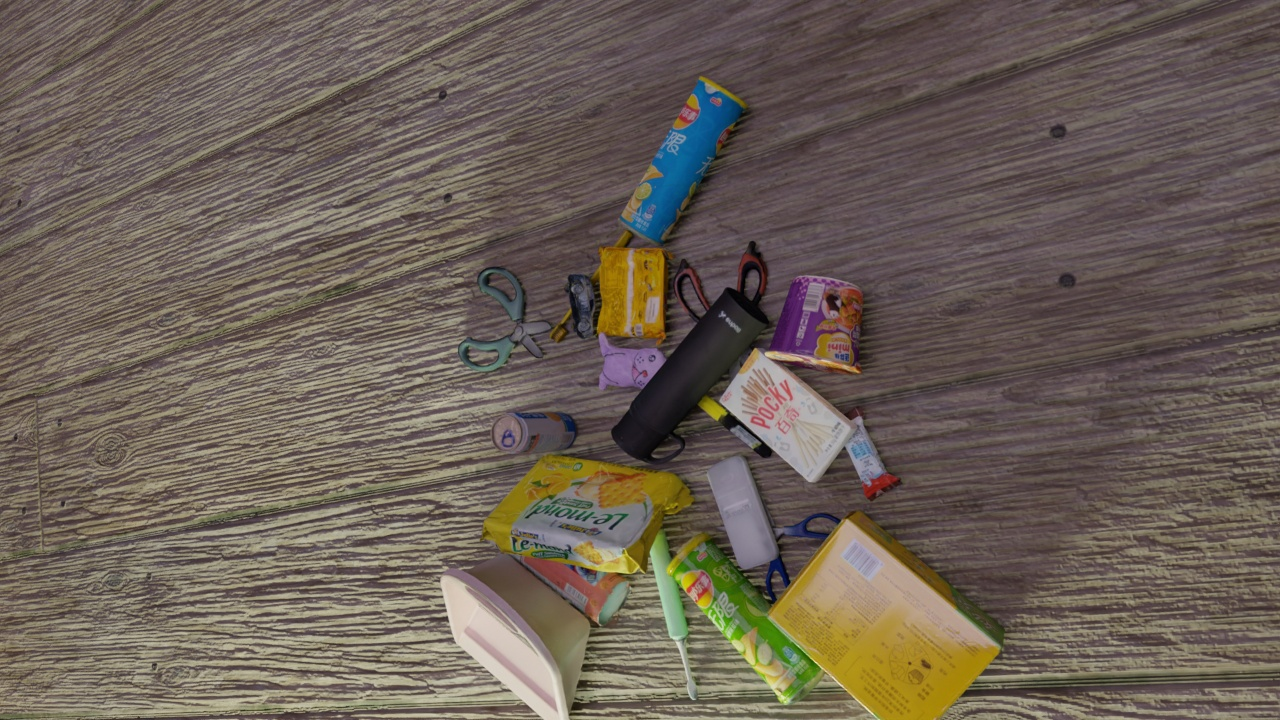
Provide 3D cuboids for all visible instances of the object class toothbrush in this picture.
[{"bbox_3d":[0.043,0.324,1.185,0.026,0.027,0.224,-13,80,-5],"label":"toothbrush"},{"bbox_3d":[-0.067,-0.101,1.270,0.016,0.015,0.190,43,107,18],"label":"toothbrush"}]

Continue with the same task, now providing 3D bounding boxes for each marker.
[{"bbox_3d":[0.117,0.082,1.161,0.124,0.015,0.018,40,107,23],"label":"marker"}]

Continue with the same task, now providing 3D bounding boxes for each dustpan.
[{"bbox_3d":[-0.186,0.376,1.202,0.223,0.138,0.274,30,117,24],"label":"dustpan"}]

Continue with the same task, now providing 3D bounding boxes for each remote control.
[{"bbox_3d":[0.127,0.188,1.138,0.056,0.020,0.136,-28,71,28],"label":"remote control"}]

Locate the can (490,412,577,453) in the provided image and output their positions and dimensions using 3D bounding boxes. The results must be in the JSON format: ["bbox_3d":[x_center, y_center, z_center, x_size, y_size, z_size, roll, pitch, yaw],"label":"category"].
[{"bbox_3d":[-0.142,0.097,1.235,0.053,0.134,0.053,-2,87,28],"label":"can"}]

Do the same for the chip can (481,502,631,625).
[{"bbox_3d":[-0.116,0.272,1.249,0.215,0.071,0.071,30,102,26],"label":"chip can"}]

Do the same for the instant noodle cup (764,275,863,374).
[{"bbox_3d":[0.210,-0.042,1.070,0.112,0.111,0.099,10,83,29],"label":"instant noodle cup"}]

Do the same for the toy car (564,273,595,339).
[{"bbox_3d":[-0.080,-0.075,1.249,0.043,0.034,0.090,-175,75,-67],"label":"toy car"}]

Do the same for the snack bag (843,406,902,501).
[{"bbox_3d":[0.261,0.109,1.073,0.048,0.026,0.104,-34,71,21],"label":"snack bag"}]

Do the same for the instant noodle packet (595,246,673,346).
[{"bbox_3d":[-0.008,-0.086,1.219,0.111,0.044,0.128,6,96,28],"label":"instant noodle packet"}]

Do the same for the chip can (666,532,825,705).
[{"bbox_3d":[0.128,0.312,1.113,0.221,0.072,0.073,45,108,23],"label":"chip can"}]

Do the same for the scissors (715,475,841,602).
[{"bbox_3d":[0.173,0.218,1.127,0.163,0.012,0.173,-24,75,27],"label":"scissors"}]

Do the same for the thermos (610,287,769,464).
[{"bbox_3d":[0.067,0.028,1.152,0.090,0.068,0.243,38,110,-1],"label":"thermos"}]

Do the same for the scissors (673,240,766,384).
[{"bbox_3d":[0.115,-0.047,1.167,0.189,0.015,0.226,19,97,28],"label":"scissors"}]

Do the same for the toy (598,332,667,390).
[{"bbox_3d":[-0.007,0.007,1.215,0.108,0.038,0.084,9,115,25],"label":"toy"}]

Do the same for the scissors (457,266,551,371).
[{"bbox_3d":[-0.204,-0.066,1.343,0.171,0.019,0.181,-12,81,29],"label":"scissors"}]

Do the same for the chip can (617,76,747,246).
[{"bbox_3d":[0.052,-0.253,1.179,0.071,0.071,0.210,38,105,25],"label":"chip can"}]

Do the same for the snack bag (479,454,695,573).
[{"bbox_3d":[-0.068,0.201,1.187,0.247,0.157,0.068,4,123,30],"label":"snack bag"}]

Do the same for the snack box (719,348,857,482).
[{"bbox_3d":[0.175,0.064,1.102,0.157,0.026,0.085,42,112,27],"label":"snack box"}]

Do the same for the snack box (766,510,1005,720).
[{"bbox_3d":[0.272,0.296,1.029,0.210,0.070,0.158,40,106,20],"label":"snack box"}]
